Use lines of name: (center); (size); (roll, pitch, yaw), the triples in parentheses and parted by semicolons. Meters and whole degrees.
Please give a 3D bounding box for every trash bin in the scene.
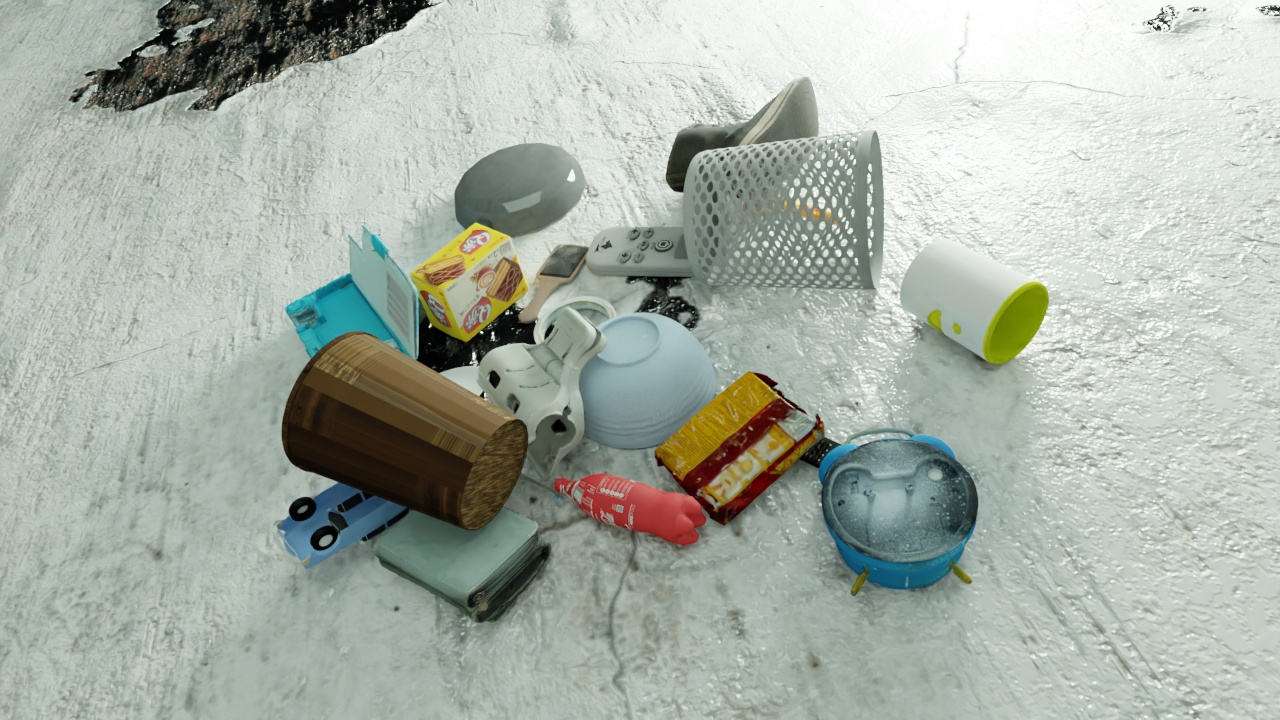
trash bin: (0.150, -0.150, 0.948); (0.183, 0.157, 0.156); (1, 46, 21)

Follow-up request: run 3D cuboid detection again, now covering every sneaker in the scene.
sneaker: (0.133, -0.274, 1.125); (0.120, 0.095, 0.234); (11, 50, 37)

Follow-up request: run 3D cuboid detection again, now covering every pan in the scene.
pan: (-0.197, -0.168, 1.147); (0.179, 0.041, 0.356); (10, 49, 25)

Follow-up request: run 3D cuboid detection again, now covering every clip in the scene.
clip: (-0.098, 0.019, 0.852); (0.104, 0.152, 0.126); (7, 24, -36)

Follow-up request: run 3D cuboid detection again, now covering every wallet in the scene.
wallet: (-0.155, 0.164, 0.795); (0.132, 0.054, 0.100); (21, 44, 33)

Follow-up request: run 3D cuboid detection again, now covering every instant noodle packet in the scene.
instant noodle packet: (0.089, 0.073, 0.812); (0.135, 0.040, 0.098); (-40, 51, -8)

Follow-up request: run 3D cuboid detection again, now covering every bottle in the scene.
bottle: (-0.013, 0.124, 0.798); (0.142, 0.042, 0.041); (12, 50, 26)

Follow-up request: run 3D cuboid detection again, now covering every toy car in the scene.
toy car: (-0.258, 0.135, 0.844); (0.153, 0.055, 0.056); (-32, 52, -26)

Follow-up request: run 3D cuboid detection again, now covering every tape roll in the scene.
tape roll: (-0.069, -0.034, 0.995); (0.093, 0.013, 0.092); (-9, 45, 8)

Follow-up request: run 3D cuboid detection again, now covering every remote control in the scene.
remote control: (0.012, -0.128, 1.060); (0.151, 0.019, 0.074); (3, 47, 19)
remote control: (0.124, 0.065, 0.840); (0.140, 0.009, 0.030); (24, 57, 34)

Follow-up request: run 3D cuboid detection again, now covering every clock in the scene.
clock: (0.205, 0.110, 0.737); (0.117, 0.060, 0.161); (-7, 43, 11)

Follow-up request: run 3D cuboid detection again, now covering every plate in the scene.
plate: (-0.215, 0.048, 0.935); (0.135, 0.011, 0.134); (-20, 25, 9)

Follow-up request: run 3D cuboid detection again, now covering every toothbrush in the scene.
toothbrush: (-0.142, 0.099, 0.879); (0.186, 0.022, 0.024); (18, 74, 29)

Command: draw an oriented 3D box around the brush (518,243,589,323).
brush: (-0.105, -0.093, 1.064); (0.050, 0.015, 0.135); (9, 49, 25)

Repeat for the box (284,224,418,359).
box: (-0.309, -0.051, 1.034); (0.172, 0.084, 0.227); (-55, 46, 8)

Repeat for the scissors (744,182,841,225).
scissors: (0.183, -0.180, 1.068); (0.129, 0.013, 0.065); (23, 57, 35)

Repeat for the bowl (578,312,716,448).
bowl: (-0.005, 0.005, 0.892); (0.151, 0.075, 0.150); (-8, 45, 8)

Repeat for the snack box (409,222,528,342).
snack box: (-0.192, -0.088, 1.035); (0.061, 0.084, 0.105); (26, 57, 34)

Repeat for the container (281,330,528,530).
container: (-0.193, 0.065, 0.784); (0.167, 0.132, 0.131); (22, 54, 18)

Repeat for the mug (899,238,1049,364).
mug: (0.309, -0.057, 0.856); (0.082, 0.083, 0.106); (-33, 45, -16)
